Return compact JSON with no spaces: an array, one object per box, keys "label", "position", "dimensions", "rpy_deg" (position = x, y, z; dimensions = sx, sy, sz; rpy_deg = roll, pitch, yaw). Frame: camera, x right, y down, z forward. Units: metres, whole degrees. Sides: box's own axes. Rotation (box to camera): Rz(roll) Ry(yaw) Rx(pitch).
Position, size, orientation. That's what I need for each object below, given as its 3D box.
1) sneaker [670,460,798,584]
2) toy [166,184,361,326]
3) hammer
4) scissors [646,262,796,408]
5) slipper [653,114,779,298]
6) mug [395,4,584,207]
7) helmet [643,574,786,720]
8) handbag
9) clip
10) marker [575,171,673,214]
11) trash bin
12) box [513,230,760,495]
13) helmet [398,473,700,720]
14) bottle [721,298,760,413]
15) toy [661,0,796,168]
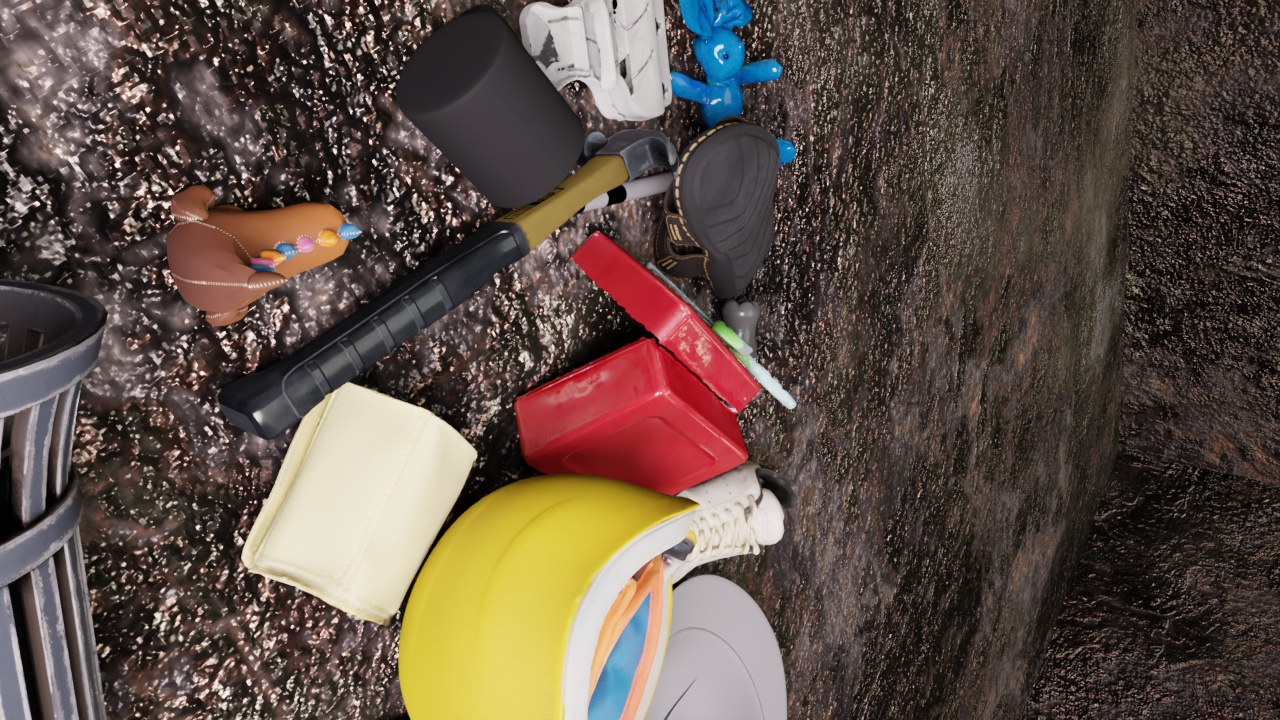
[{"label":"sneaker","position":[0.070,0.150,0.819],"dimensions":[0.240,0.102,0.089],"rpy_deg":[-23,116,-57]},{"label":"toy","position":[-0.176,-0.052,0.447],"dimensions":[0.090,0.103,0.071],"rpy_deg":[-27,120,-39]},{"label":"hammer","position":[-0.098,-0.061,0.556],"dimensions":[0.332,0.118,0.025],"rpy_deg":[-42,126,-32]},{"label":"scissors","position":[0.069,-0.018,0.762],"dimensions":[0.174,0.171,0.022],"rpy_deg":[39,96,-14]},{"label":"slipper","position":[0.058,-0.121,0.746],"dimensions":[0.113,0.076,0.268],"rpy_deg":[-58,165,-4]},{"label":"mug","position":[-0.089,-0.165,0.563],"dimensions":[0.088,0.078,0.113],"rpy_deg":[45,37,-49]},{"label":"helmet","position":[0.031,0.337,0.834],"dimensions":[0.183,0.118,0.270],"rpy_deg":[31,50,-24]},{"label":"handbag","position":[-0.156,0.087,0.530],"dimensions":[0.111,0.081,0.119],"rpy_deg":[72,38,-68]},{"label":"clip","position":[-0.018,-0.231,0.652],"dimensions":[0.142,0.073,0.125],"rpy_deg":[-40,128,-50]},{"label":"marker","position":[-0.005,-0.135,0.726],"dimensions":[0.140,0.016,0.016],"rpy_deg":[-25,119,-48]},{"label":"trash bin","position":[-0.268,0.100,0.321],"dimensions":[0.163,0.164,0.228],"rpy_deg":[-19,118,-50]},{"label":"box","position":[-0.007,0.029,0.702],"dimensions":[0.168,0.154,0.157],"rpy_deg":[-51,141,-2]},{"label":"helmet","position":[-0.063,0.169,0.567],"dimensions":[0.240,0.140,0.208],"rpy_deg":[88,26,-56]},{"label":"bottle","position":[0.092,-0.004,0.878],"dimensions":[0.036,0.036,0.110],"rpy_deg":[-12,109,-52]},{"label":"toy","position":[0.076,-0.239,0.765],"dimensions":[0.112,0.071,0.176],"rpy_deg":[-48,124,-38]}]
